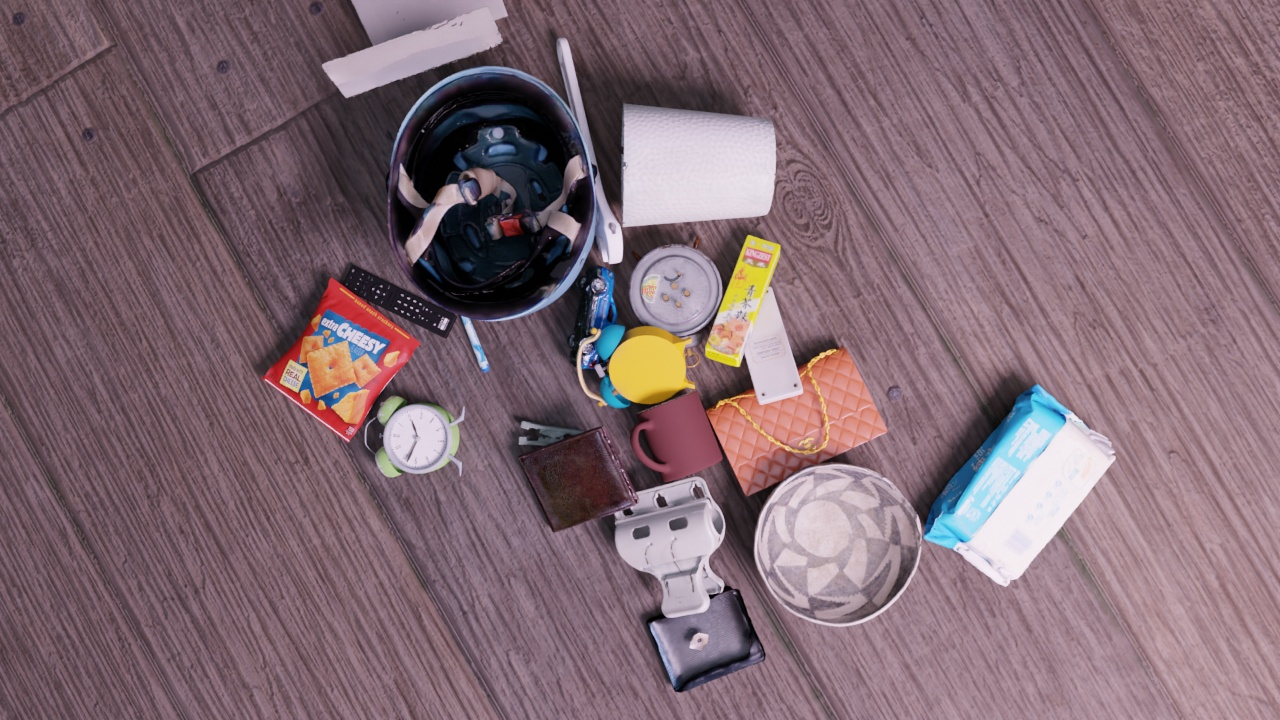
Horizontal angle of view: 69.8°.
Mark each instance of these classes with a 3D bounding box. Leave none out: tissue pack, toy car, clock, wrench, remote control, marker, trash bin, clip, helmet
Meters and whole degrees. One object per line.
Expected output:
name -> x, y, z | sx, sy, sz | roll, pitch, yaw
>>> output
tissue pack -> 0.415, 0.142, 1.014 | 0.117, 0.066, 0.209 | 36, 92, 2
toy car -> -0.053, -0.048, 1.050 | 0.043, 0.056, 0.120 | 7, 95, -22
clock -> 0.043, -0.064, 1.042 | 0.104, 0.056, 0.148 | -12, 86, 3
wrench -> -0.061, -0.241, 1.051 | 0.018, 0.066, 0.273 | -12, 84, -13
clock -> -0.006, 0.006, 1.018 | 0.130, 0.043, 0.099 | -3, 116, 3
remote control -> 0.140, -0.018, 1.030 | 0.050, 0.011, 0.135 | -16, 64, 7
marker -> -0.207, -0.052, 1.077 | 0.013, 0.013, 0.142 | -22, 88, 2
trash bin -> 0.060, -0.213, 1.011 | 0.161, 0.133, 0.133 | 0, 89, -2
clip -> 0.038, 0.208, 1.020 | 0.125, 0.075, 0.144 | -18, 91, 31
remote control -> -0.285, -0.069, 1.082 | 0.140, 0.009, 0.030 | 26, 91, 3
clip -> -0.103, 0.089, 1.064 | 0.076, 0.023, 0.045 | 8, 91, 5
clock -> -0.260, 0.090, 1.062 | 0.119, 0.042, 0.094 | 4, 88, 3
helmet -> -0.157, -0.174, 0.998 | 0.225, 0.167, 0.265 | -1, 91, 1

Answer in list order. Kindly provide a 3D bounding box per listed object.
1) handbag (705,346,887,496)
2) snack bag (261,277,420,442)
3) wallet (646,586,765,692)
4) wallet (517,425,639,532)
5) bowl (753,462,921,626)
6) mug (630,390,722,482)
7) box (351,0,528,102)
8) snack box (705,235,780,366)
handbag -> 0.173, 0.067, 1.033 | 0.172, 0.060, 0.109 | -25, 84, 2
snack bag -> -0.349, 0.000, 1.070 | 0.131, 0.039, 0.144 | 36, 91, 3
wallet -> 0.075, 0.317, 1.048 | 0.115, 0.026, 0.089 | -22, 88, 3
wallet -> -0.070, 0.134, 1.036 | 0.120, 0.031, 0.099 | -22, 97, 28
bowl -> 0.209, 0.195, 1.015 | 0.178, 0.081, 0.178 | 0, 91, 0
mug -> 0.033, 0.089, 1.019 | 0.073, 0.105, 0.082 | -23, 87, 47
box -> -0.250, -0.425, 1.023 | 0.167, 0.380, 0.171 | -18, 72, 3
snack box -> 0.115, -0.067, 1.029 | 0.040, 0.029, 0.147 | 18, 74, 13
